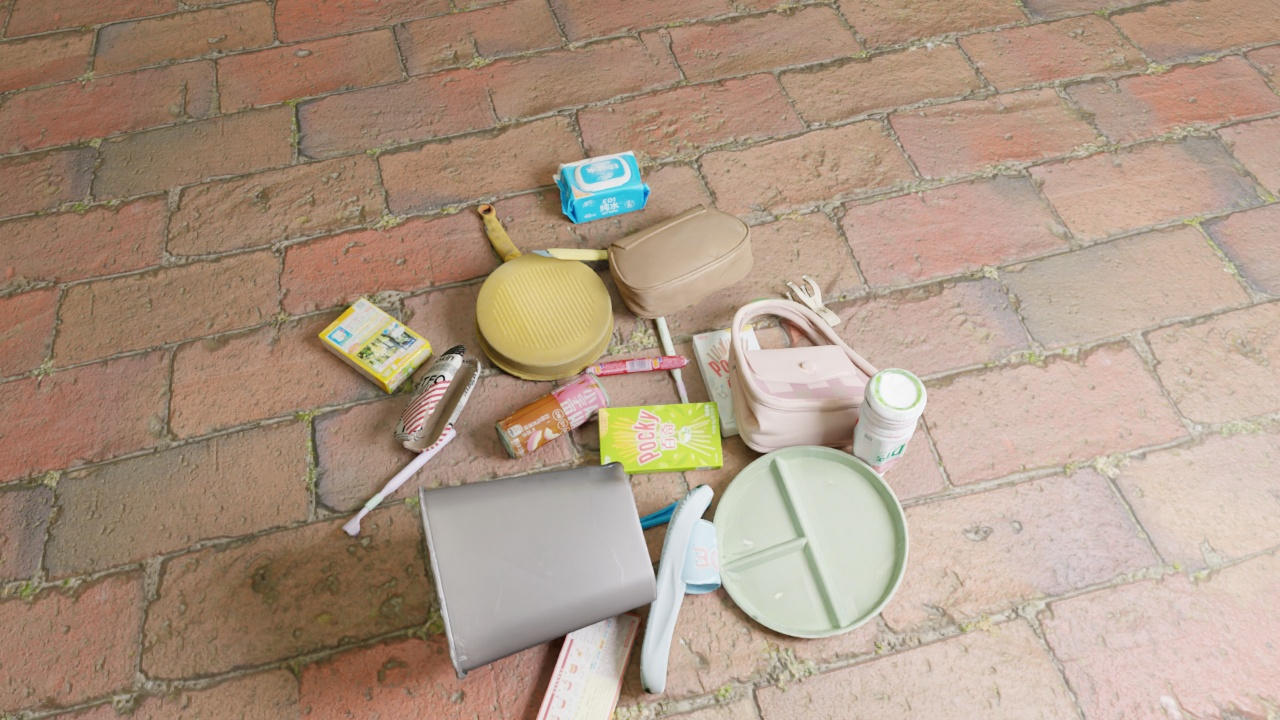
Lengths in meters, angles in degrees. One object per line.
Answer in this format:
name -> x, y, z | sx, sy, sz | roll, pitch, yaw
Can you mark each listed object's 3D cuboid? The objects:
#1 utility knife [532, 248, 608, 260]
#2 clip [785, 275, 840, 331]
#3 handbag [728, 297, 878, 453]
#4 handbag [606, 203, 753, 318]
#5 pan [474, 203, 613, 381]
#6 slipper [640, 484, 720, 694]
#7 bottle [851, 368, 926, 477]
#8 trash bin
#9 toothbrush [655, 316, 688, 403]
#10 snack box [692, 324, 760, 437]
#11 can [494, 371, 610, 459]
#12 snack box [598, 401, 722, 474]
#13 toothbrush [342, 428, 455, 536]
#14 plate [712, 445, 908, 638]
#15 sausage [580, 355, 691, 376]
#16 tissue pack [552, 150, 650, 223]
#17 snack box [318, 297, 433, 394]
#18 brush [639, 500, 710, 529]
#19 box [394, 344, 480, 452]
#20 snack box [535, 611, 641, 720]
utility knife -> -0.089, -0.155, 1.324 | 0.031, 0.019, 0.176 | 34, 19, 31
clip -> 0.245, -0.081, 1.293 | 0.034, 0.076, 0.103 | -23, 47, -13
handbag -> 0.202, 0.005, 1.209 | 0.193, 0.094, 0.233 | -2, 46, -17
handbag -> 0.056, -0.141, 1.323 | 0.204, 0.100, 0.147 | -25, 48, -14
pan -> -0.172, -0.120, 1.348 | 0.197, 0.078, 0.357 | -20, 64, -16
slipper -> 0.053, 0.257, 1.045 | 0.074, 0.104, 0.244 | 13, 67, 6
bottle -> 0.286, 0.087, 1.095 | 0.068, 0.197, 0.068 | -1, 56, 1
trash bin -> -0.113, 0.216, 0.995 | 0.219, 0.199, 0.199 | -12, 74, -13
toothbrush -> 0.044, 0.002, 1.271 | 0.029, 0.020, 0.189 | -37, 49, 29
snack box -> 0.131, 0.025, 1.247 | 0.084, 0.027, 0.156 | -12, 57, -6
can -> -0.115, 0.072, 1.206 | 0.147, 0.058, 0.058 | -29, 60, -16
snack box -> 0.025, 0.101, 1.186 | 0.156, 0.026, 0.085 | -3, 74, 0
toothbrush -> -0.307, 0.154, 1.183 | 0.029, 0.021, 0.188 | 11, 49, 49
plate -> 0.199, 0.213, 1.090 | 0.230, 0.027, 0.229 | -5, 65, 11
sausage -> -0.007, 0.007, 1.256 | 0.156, 0.020, 0.020 | -6, 55, 10
tissue pack -> -0.061, -0.273, 1.434 | 0.140, 0.063, 0.090 | -13, 56, -7
snack box -> -0.374, -0.023, 1.298 | 0.140, 0.034, 0.086 | 30, 62, 22
brush -> -0.033, 0.210, 1.126 | 0.254, 0.046, 0.083 | -17, 54, -14
box -> -0.268, 0.057, 1.235 | 0.075, 0.076, 0.163 | -13, 43, 38
snack box -> -0.057, 0.353, 1.032 | 0.077, 0.027, 0.155 | 14, 58, 11
